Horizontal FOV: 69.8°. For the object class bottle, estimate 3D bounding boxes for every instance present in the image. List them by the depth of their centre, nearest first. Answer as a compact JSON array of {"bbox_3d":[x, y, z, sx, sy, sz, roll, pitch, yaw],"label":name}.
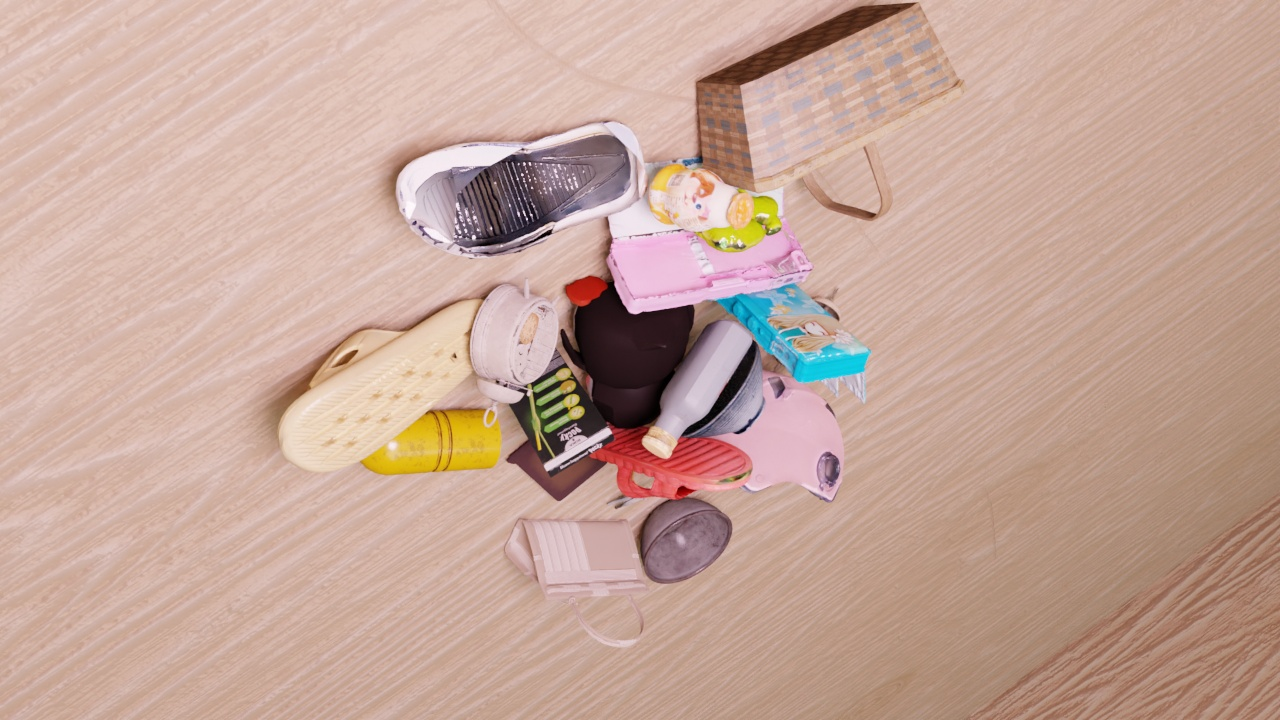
[{"bbox_3d":[0.060,-0.159,0.916,0.063,0.109,0.063,-24,125,-39],"label":"bottle"},{"bbox_3d":[0.057,0.032,0.996,0.046,0.072,0.161,38,72,-14],"label":"bottle"},{"bbox_3d":[-0.244,0.089,1.016,0.163,0.071,0.071,0,125,-33],"label":"bottle"}]

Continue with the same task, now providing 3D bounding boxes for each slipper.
[{"bbox_3d":[-0.111,-0.164,0.883,0.263,0.063,0.111,-23,104,-29],"label":"slipper"},{"bbox_3d":[-0.260,0.014,0.941,0.260,0.079,0.111,-37,141,-28],"label":"slipper"},{"bbox_3d":[0.019,0.121,1.040,0.103,0.249,0.059,-20,110,-40],"label":"slipper"}]

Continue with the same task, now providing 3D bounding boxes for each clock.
[{"bbox_3d":[-0.132,-0.004,0.965,0.103,0.061,0.157,28,79,-68],"label":"clock"},{"bbox_3d":[0.223,-0.042,1.205,0.140,0.054,0.093,-56,178,-16],"label":"clock"}]

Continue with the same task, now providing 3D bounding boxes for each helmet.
[{"bbox_3d":[0.149,0.089,1.178,0.255,0.230,0.152,15,85,-33],"label":"helmet"}]

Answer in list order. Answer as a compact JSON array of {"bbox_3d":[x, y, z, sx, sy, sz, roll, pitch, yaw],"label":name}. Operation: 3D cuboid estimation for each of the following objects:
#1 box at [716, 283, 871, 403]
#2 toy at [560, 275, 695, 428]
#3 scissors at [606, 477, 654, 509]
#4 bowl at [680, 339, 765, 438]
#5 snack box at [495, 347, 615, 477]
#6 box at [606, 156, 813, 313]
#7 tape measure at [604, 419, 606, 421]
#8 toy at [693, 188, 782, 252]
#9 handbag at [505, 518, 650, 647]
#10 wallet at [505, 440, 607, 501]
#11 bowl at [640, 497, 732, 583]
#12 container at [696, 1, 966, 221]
[{"bbox_3d":[0.176,-0.042,1.058,0.170,0.227,0.085,29,106,-43],"label":"box"},{"bbox_3d":[-0.006,0.006,1.044,0.159,0.140,0.184,-18,134,-20],"label":"toy"},{"bbox_3d":[0.026,0.178,1.245,0.117,0.014,0.162,9,148,-16],"label":"scissors"},{"bbox_3d":[0.103,0.046,1.034,0.057,0.137,0.137,39,101,-16],"label":"bowl"},{"bbox_3d":[-0.097,0.055,1.022,0.080,0.147,0.025,-30,136,-8],"label":"snack box"},{"bbox_3d":[0.069,-0.141,1.010,0.230,0.160,0.063,-11,174,-25],"label":"box"},{"bbox_3d":[-0.040,0.096,1.172,0.058,0.038,0.058,29,89,-52],"label":"tape measure"},{"bbox_3d":[0.103,-0.146,0.969,0.094,0.093,0.036,14,141,4],"label":"toy"},{"bbox_3d":[-0.060,0.296,1.214,0.175,0.198,0.062,8,121,-37],"label":"handbag"},{"bbox_3d":[-0.105,0.125,1.175,0.091,0.018,0.115,-39,134,1],"label":"wallet"},{"bbox_3d":[0.056,0.253,1.347,0.144,0.067,0.145,-17,133,-20],"label":"bowl"},{"bbox_3d":[0.195,-0.236,0.947,0.249,0.157,0.186,-27,115,-10],"label":"container"}]
